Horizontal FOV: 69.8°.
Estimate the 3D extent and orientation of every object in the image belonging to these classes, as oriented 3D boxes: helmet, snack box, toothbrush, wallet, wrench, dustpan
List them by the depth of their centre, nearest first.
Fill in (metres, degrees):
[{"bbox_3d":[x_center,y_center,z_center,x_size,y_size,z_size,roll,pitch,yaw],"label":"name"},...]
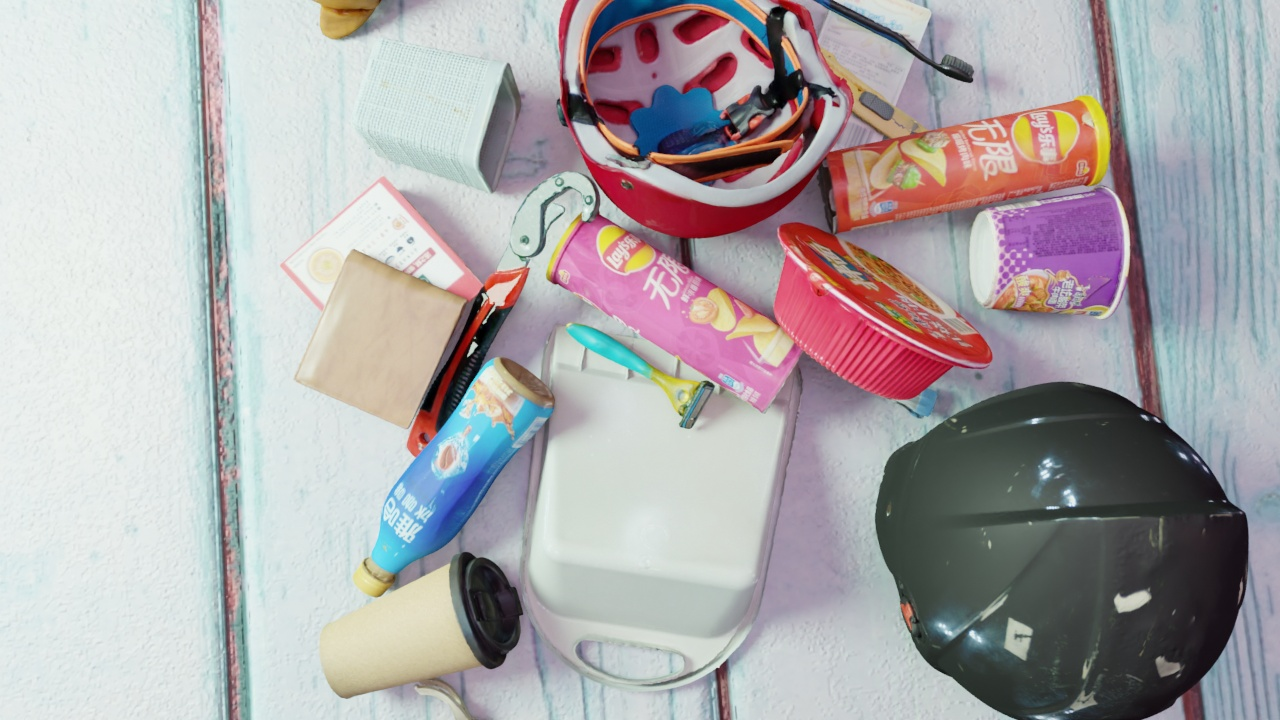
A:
[{"bbox_3d":[0.312,0.155,0.682,0.233,0.230,0.275,-2,104,-1],"label":"helmet"},{"bbox_3d":[-0.205,-0.017,0.725,0.101,0.020,0.115,25,87,-2],"label":"wallet"},{"bbox_3d":[-0.118,-0.033,0.736,0.056,0.016,0.274,37,104,15],"label":"wrench"},{"bbox_3d":[0.038,-0.200,0.739,0.206,0.144,0.240,-24,71,-9],"label":"helmet"},{"bbox_3d":[-0.209,-0.067,0.761,0.113,0.044,0.127,-42,89,-6],"label":"snack box"},{"bbox_3d":[0.008,0.129,0.770,0.222,0.143,0.257,9,55,-2],"label":"dustpan"},{"bbox_3d":[0.203,-0.287,0.788,0.189,0.014,0.016,28,83,1],"label":"toothbrush"},{"bbox_3d":[0.186,-0.248,0.804,0.084,0.027,0.156,22,84,0],"label":"snack box"}]

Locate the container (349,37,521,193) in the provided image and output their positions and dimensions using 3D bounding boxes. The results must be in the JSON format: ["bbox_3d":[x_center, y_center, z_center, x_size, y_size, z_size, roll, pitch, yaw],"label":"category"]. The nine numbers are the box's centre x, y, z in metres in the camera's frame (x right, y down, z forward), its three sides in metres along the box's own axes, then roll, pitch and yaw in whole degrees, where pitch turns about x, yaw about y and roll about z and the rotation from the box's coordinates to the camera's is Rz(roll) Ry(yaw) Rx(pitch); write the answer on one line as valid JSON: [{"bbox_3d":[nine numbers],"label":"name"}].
[{"bbox_3d":[-0.167,-0.203,0.756,0.111,0.090,0.090,16,83,2],"label":"container"}]

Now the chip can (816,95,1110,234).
[{"bbox_3d":[0.257,-0.156,0.746,0.217,0.073,0.073,-11,85,8],"label":"chip can"}]

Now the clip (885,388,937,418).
[{"bbox_3d":[0.223,0.029,0.785,0.058,0.038,0.026,23,86,-1],"label":"clip"}]

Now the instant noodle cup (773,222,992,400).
[{"bbox_3d":[0.178,-0.032,0.725,0.194,0.193,0.066,29,114,0],"label":"instant noodle cup"}]

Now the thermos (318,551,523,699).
[{"bbox_3d":[-0.171,0.212,0.719,0.143,0.093,0.093,-21,86,4],"label":"thermos"}]

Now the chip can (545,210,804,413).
[{"bbox_3d":[0.029,-0.041,0.745,0.210,0.071,0.071,32,84,6],"label":"chip can"}]

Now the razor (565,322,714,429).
[{"bbox_3d":[-0.004,0.004,0.749,0.132,0.028,0.043,31,105,13],"label":"razor"}]

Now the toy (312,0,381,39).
[{"bbox_3d":[-0.224,-0.369,0.755,0.199,0.130,0.140,-43,126,5],"label":"toy"}]

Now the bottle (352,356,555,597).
[{"bbox_3d":[-0.155,0.098,0.730,0.065,0.065,0.219,39,99,1],"label":"bottle"}]

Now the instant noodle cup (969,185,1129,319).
[{"bbox_3d":[0.332,-0.086,0.760,0.099,0.111,0.111,-4,85,6],"label":"instant noodle cup"}]

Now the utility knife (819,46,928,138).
[{"bbox_3d":[0.207,-0.212,0.784,0.196,0.020,0.031,35,91,-6],"label":"utility knife"}]

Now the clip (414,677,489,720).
[{"bbox_3d":[-0.154,0.303,0.736,0.103,0.035,0.092,45,80,-6],"label":"clip"}]
